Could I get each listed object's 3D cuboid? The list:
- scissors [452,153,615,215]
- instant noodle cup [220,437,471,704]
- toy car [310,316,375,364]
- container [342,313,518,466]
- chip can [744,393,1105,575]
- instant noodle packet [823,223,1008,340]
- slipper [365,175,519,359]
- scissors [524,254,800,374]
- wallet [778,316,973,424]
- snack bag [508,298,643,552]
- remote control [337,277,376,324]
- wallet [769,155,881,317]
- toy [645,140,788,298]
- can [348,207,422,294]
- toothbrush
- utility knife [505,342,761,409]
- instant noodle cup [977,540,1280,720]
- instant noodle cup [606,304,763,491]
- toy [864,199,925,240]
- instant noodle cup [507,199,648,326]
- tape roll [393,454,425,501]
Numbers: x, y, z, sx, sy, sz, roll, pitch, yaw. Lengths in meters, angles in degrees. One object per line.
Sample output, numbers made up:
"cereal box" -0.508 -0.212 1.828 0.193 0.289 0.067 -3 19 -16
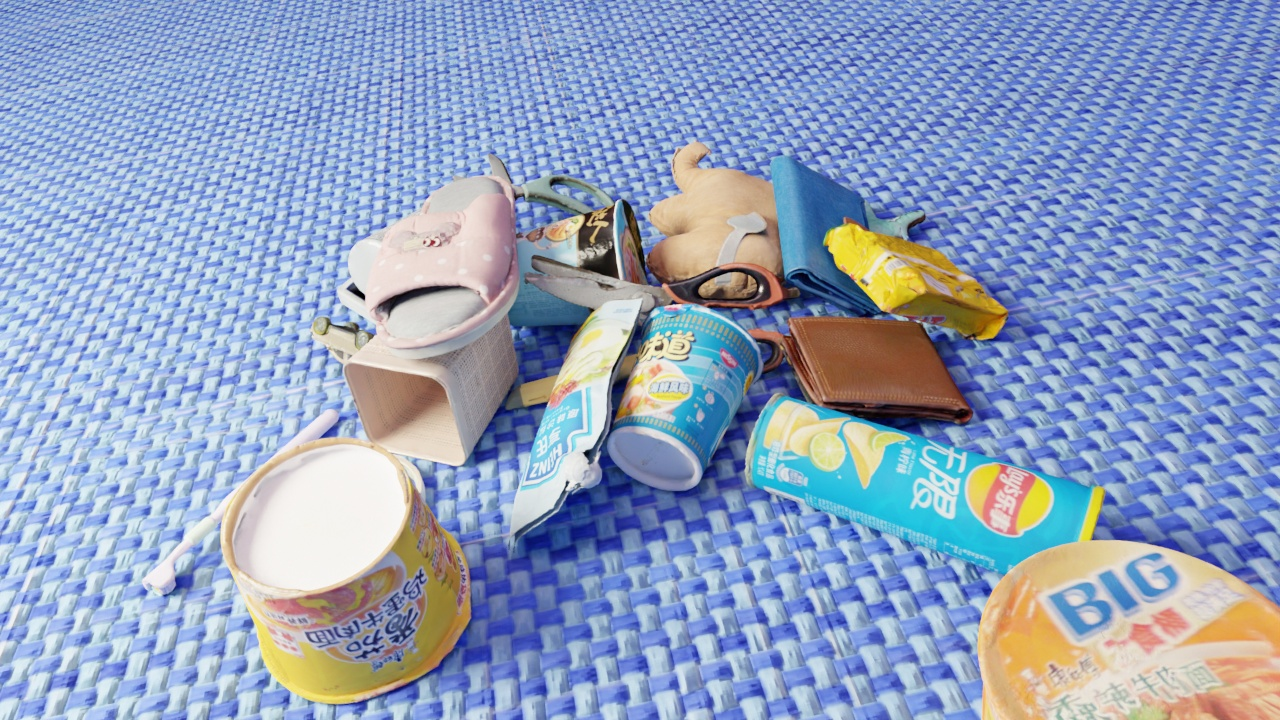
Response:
"scissors" -0.106 -0.130 0.893 0.170 0.019 0.179 14 57 -12
"instant noodle cup" -0.181 0.121 0.561 0.138 0.110 0.137 -1 47 1
"toy car" -0.246 -0.013 0.791 0.090 0.042 0.035 21 92 28
"container" -0.155 0.008 0.719 0.090 0.090 0.110 9 40 19
"chip can" 0.177 0.082 0.592 0.210 0.071 0.071 17 46 27
"instant noodle packet" 0.220 -0.062 0.735 0.128 0.044 0.110 12 28 -32
"slipper" -0.151 -0.094 0.731 0.114 0.054 0.273 -11 34 6
"scissors" 0.021 -0.056 0.726 0.193 0.207 0.015 -38 6 -2
"wallet" 0.176 0.008 0.694 0.124 0.032 0.101 2 38 -12
"snack bag" -0.046 0.039 0.657 0.111 0.039 0.190 -33 27 36
"remote control" -0.216 -0.049 0.845 0.150 0.021 0.058 27 51 33
"wallet" 0.161 -0.107 0.790 0.106 0.040 0.132 22 50 -29
"toy" 0.079 -0.133 0.851 0.143 0.083 0.225 6 38 -3
"can" -0.207 -0.108 0.859 0.058 0.058 0.146 8 29 18
"toothbrush" -0.290 0.099 0.686 0.029 0.021 0.188 -17 26 42
"utility knife" -0.004 0.004 0.751 0.219 0.022 0.031 -18 42 -1
"instant noodle cup" 0.233 0.179 0.438 0.151 0.112 0.151 -4 41 4
"instant noodle cup" 0.026 0.031 0.665 0.099 0.099 0.109 11 52 20
"toy" 0.216 -0.128 0.863 0.096 0.030 0.092 -27 48 -18
"instant noodle cup" -0.063 -0.075 0.793 0.120 0.111 0.111 -8 40 11
"tape roll" -0.200 0.103 0.670 0.086 0.014 0.085 -4 40 4
